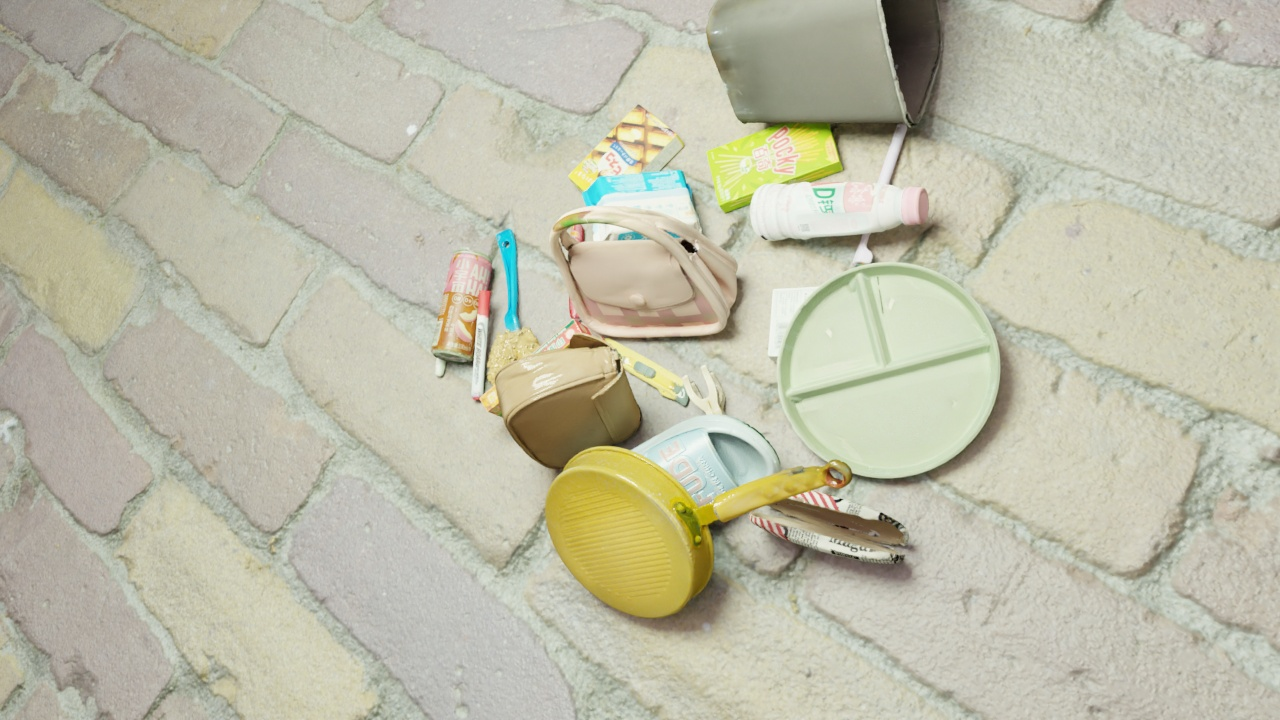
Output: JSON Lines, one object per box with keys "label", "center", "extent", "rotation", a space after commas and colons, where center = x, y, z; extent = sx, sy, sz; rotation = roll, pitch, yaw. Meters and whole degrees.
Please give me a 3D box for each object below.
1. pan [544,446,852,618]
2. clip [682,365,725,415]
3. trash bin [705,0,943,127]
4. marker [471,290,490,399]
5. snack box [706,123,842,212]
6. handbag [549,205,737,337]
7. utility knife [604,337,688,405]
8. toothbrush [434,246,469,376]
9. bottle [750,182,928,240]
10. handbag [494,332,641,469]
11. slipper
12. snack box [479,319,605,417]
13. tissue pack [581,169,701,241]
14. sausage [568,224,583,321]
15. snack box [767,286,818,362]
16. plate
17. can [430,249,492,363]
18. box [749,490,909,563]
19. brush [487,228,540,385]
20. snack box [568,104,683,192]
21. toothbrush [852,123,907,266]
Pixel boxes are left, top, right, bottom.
{"label": "pan", "center": [0.049, 0.158, 0.937], "extent": [0.359, 0.078, 0.198], "rotation": [-19, 104, 42]}
{"label": "clip", "center": [0.079, 0.052, 1.047], "extent": [0.034, 0.076, 0.103], "rotation": [-28, 51, 12]}
{"label": "trash bin", "center": [0.216, -0.382, 1.071], "extent": [0.220, 0.199, 0.198], "rotation": [1, 50, 33]}
{"label": "marker", "center": [-0.211, -0.020, 1.214], "extent": [0.017, 0.017, 0.145], "rotation": [2, 85, 25]}
{"label": "snack box", "center": [0.165, -0.249, 1.143], "extent": [0.157, 0.026, 0.085], "rotation": [-17, 65, 18]}
{"label": "handbag", "center": [-0.009, -0.112, 1.048], "extent": [0.194, 0.234, 0.093], "rotation": [0, 67, 26]}
{"label": "utility knife", "center": [-0.007, 0.007, 1.133], "extent": [0.177, 0.019, 0.031], "rotation": [28, 80, 35]}
{"label": "toothbrush", "center": [-0.262, -0.068, 1.274], "extent": [0.029, 0.020, 0.189], "rotation": [-15, 62, 52]}
{"label": "bottle", "center": [0.225, -0.172, 1.047], "extent": [0.197, 0.068, 0.068], "rotation": [5, 72, 35]}
{"label": "handbag", "center": [-0.082, 0.045, 1.045], "extent": [0.148, 0.205, 0.099], "rotation": [-20, 64, -1]}
{"label": "slipper", "center": [0.031, 0.137, 1.006], "extent": [0.246, 0.104, 0.074], "rotation": [-24, 21, 20]}
{"label": "snack box", "center": [-0.117, 0.016, 1.133], "extent": [0.156, 0.077, 0.027], "rotation": [-40, 61, 12]}
{"label": "tissue pack", "center": [0.003, -0.185, 1.150], "extent": [0.140, 0.063, 0.090], "rotation": [-8, 63, -11]}
{"label": "sausage", "center": [-0.085, -0.118, 1.212], "extent": [0.020, 0.020, 0.155], "rotation": [-10, 67, 21]}
{"label": "snack box", "center": [0.224, -0.042, 1.035], "extent": [0.157, 0.027, 0.084], "rotation": [-1, 71, 24]}
{"label": "plate", "center": [0.259, 0.010, 0.974], "extent": [0.231, 0.027, 0.230], "rotation": [-3, 83, 25]}
{"label": "can", "center": [-0.241, -0.072, 1.239], "extent": [0.058, 0.058, 0.147], "rotation": [2, 74, 25]}
{"label": "box", "center": [0.190, 0.181, 0.946], "extent": [0.164, 0.075, 0.076], "rotation": [11, 69, 26]}
{"label": "brush", "center": [-0.171, -0.068, 1.225], "extent": [0.083, 0.046, 0.254], "rotation": [-21, 59, 21]}
{"label": "snack box", "center": [-0.020, -0.268, 1.232], "extent": [0.140, 0.033, 0.087], "rotation": [-46, 59, 4]}
{"label": "toothbrush", "center": [0.283, -0.196, 1.073], "extent": [0.029, 0.021, 0.189], "rotation": [-2, 64, 58]}
